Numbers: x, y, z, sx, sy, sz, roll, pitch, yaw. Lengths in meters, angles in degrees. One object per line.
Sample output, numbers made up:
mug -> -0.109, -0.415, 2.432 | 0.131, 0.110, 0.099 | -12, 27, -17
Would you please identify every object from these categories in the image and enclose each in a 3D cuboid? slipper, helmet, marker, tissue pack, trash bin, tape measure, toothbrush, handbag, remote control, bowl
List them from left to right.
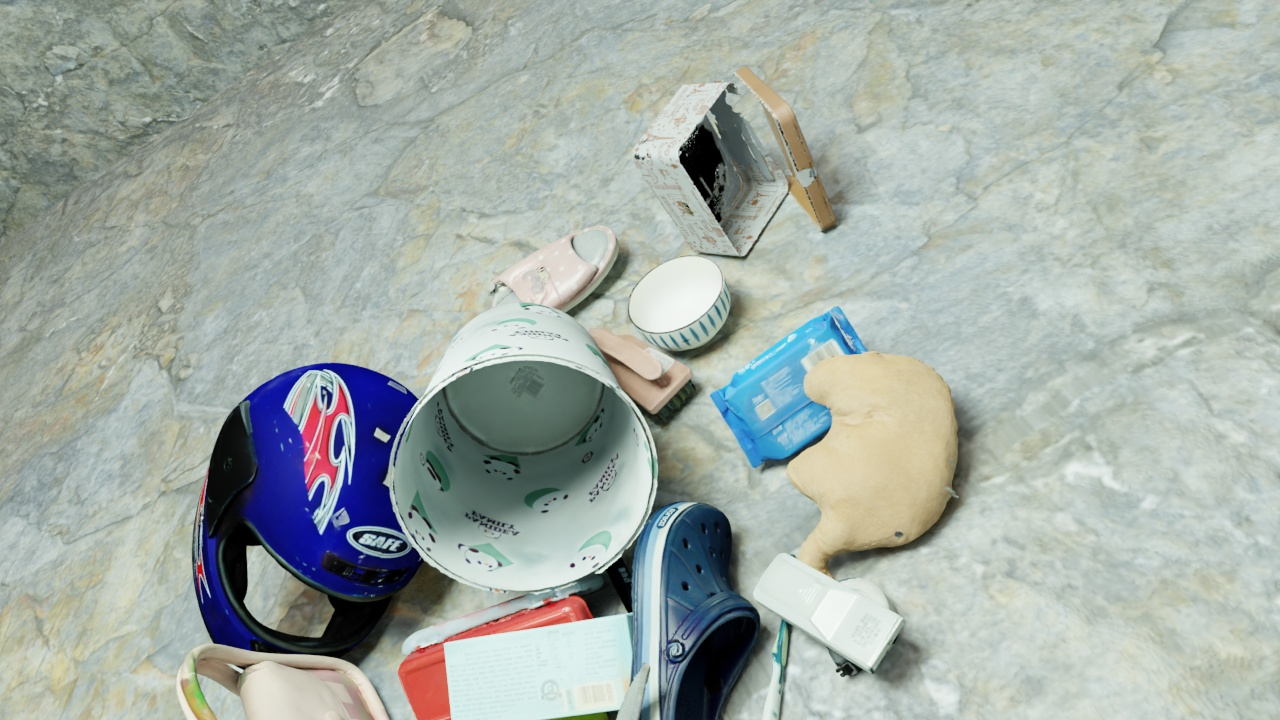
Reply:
handbag -> -0.321, 0.333, 0.822 | 0.093, 0.234, 0.193 | -44, 42, -5
helmet -> -0.324, 0.153, 0.965 | 0.241, 0.247, 0.314 | -28, 55, 36
trash bin -> -0.115, 0.062, 0.902 | 0.229, 0.229, 0.251 | -33, 20, 5
slipper -> -0.145, -0.084, 1.187 | 0.274, 0.054, 0.114 | -39, 44, 8
marker -> -0.006, 0.230, 0.862 | 0.022, 0.020, 0.132 | -52, 41, 16
bowl -> 0.051, -0.056, 1.041 | 0.117, 0.066, 0.116 | -17, 45, 18
slipper -> 0.048, 0.224, 0.766 | 0.095, 0.105, 0.252 | -10, 48, 24
toothbrush -> 0.113, 0.250, 0.767 | 0.018, 0.016, 0.191 | -15, 45, 36
tissue pack -> 0.150, 0.027, 0.883 | 0.157, 0.095, 0.052 | -35, 12, 1
remote control -> 0.147, 0.198, 0.734 | 0.125, 0.024, 0.049 | 22, 71, 45
tape measure -> 0.175, 0.212, 0.745 | 0.066, 0.033, 0.065 | -34, 43, 7

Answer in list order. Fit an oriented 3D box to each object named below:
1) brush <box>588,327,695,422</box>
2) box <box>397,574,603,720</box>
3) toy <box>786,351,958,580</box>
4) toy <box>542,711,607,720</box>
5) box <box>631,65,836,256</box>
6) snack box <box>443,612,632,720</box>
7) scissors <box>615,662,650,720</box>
brush -> -0.006, 0.006, 1.022 | 0.063, 0.073, 0.146 | -46, 41, -9
box -> -0.125, 0.270, 0.886 | 0.202, 0.095, 0.101 | -23, 2, 14
toy -> 0.200, 0.098, 0.793 | 0.143, 0.082, 0.225 | 6, 70, 23
toy -> -0.073, 0.333, 0.807 | 0.100, 0.031, 0.097 | -45, 40, -8
box -> 0.131, -0.221, 1.054 | 0.185, 0.183, 0.154 | 16, 64, 45
snack box -> -0.079, 0.267, 0.788 | 0.175, 0.051, 0.074 | -12, 75, 13
scissors -> -0.027, 0.335, 0.708 | 0.189, 0.015, 0.225 | -8, 79, 50
